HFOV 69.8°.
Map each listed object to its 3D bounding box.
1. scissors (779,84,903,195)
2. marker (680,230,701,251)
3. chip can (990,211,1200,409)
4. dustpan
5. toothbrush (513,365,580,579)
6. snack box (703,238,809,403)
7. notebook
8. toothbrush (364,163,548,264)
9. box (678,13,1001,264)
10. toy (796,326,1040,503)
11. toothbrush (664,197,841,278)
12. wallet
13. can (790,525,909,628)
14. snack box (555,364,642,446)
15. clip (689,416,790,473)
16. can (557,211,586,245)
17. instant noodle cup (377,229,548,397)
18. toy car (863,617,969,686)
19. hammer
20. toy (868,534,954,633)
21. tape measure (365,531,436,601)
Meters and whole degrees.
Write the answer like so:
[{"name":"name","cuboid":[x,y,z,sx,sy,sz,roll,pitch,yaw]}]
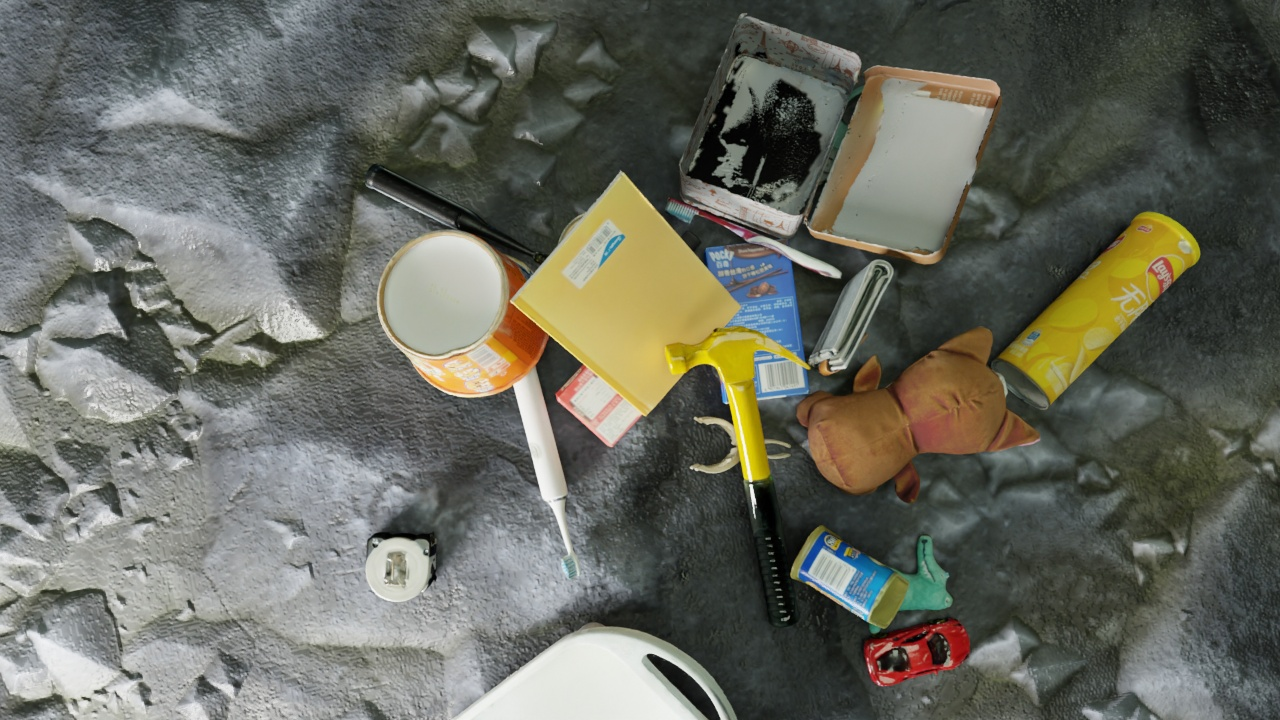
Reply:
[{"name":"scissors","cuboid":[0.207,-0.230,0.933,0.185,0.019,0.129,-10,88,-3]},{"name":"marker","cuboid":[0.014,-0.075,0.921,0.022,0.020,0.132,39,88,11]},{"name":"chip can","cuboid":[0.447,-0.049,0.906,0.213,0.072,0.072,-44,89,-2]},{"name":"dustpan","cuboid":[-0.039,0.360,0.844,0.222,0.143,0.257,45,86,1]},{"name":"toothbrush","cuboid":[-0.091,0.107,0.909,0.026,0.027,0.221,-13,88,-37]},{"name":"snack box","cuboid":[0.115,-0.039,0.919,0.084,0.026,0.157,-7,87,-2]},{"name":"notebook","cuboid":[-0.005,-0.051,0.831,0.146,0.010,0.206,-49,132,-1]},{"name":"toothbrush","cuboid":[-0.175,-0.138,0.902,0.213,0.027,0.026,27,97,8]},{"name":"box","cuboid":[0.183,-0.201,0.868,0.261,0.103,0.178,21,83,8]},{"name":"toy","cuboid":[0.260,0.056,0.877,0.200,0.130,0.140,-27,90,19]},{"name":"toothbrush","cuboid":[0.111,-0.117,0.901,0.187,0.016,0.017,23,92,0]},{"name":"wallet","cuboid":[0.199,-0.034,0.869,0.037,0.130,0.106,25,87,3]},{"name":"can","cuboid":[0.199,0.204,0.860,0.083,0.102,0.057,29,85,31]},{"name":"snack box","cuboid":[-0.005,0.005,0.906,0.075,0.025,0.153,44,87,-14]},{"name":"clip","cuboid":[0.092,0.075,0.911,0.101,0.035,0.096,-22,90,-7]},{"name":"can","cuboid":[-0.039,-0.096,0.875,0.075,0.111,0.075,0,87,-1]},{"name":"instant noodle cup","cuboid":[-0.168,-0.048,0.857,0.151,0.111,0.151,-1,79,7]},{"name":"toy car","cuboid":[0.275,0.288,0.908,0.106,0.031,0.049,-13,89,-4]},{"name":"hammer","cuboid":[0.113,0.113,0.877,0.129,0.033,0.301,-12,101,-1]},{"name":"toy","cuboid":[0.267,0.222,0.912,0.092,0.030,0.096,2,80,-6]},{"name":"tape measure","cuboid":[-0.234,0.201,0.898,0.066,0.033,0.066,-1,87,0]}]
